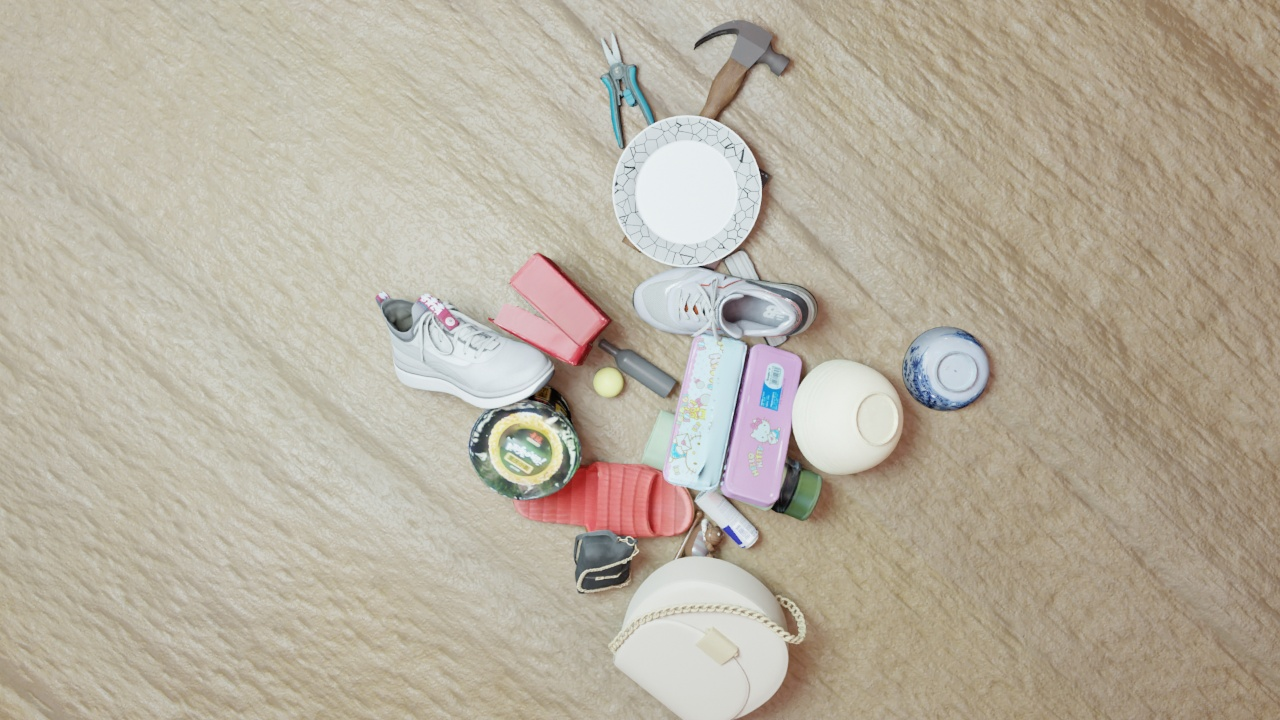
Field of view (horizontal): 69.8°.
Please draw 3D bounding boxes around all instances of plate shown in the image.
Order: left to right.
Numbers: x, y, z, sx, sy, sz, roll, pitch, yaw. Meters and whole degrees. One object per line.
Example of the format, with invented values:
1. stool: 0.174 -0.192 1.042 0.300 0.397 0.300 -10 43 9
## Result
1. plate: 0.059 -0.215 1.173 0.188 0.016 0.188 0 97 0

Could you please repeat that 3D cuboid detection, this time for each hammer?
1. hammer: 0.068 -0.287 1.189 0.115 0.033 0.323 30 96 -2

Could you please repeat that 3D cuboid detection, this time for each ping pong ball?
1. ping pong ball: -0.042 0.029 1.214 0.040 0.040 0.040 0 95 2

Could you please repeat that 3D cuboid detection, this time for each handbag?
1. handbag: -0.046 0.264 1.208 0.079 0.129 0.054 -3 51 -13
2. handbag: 0.084 0.363 1.203 0.210 0.103 0.209 40 110 -6

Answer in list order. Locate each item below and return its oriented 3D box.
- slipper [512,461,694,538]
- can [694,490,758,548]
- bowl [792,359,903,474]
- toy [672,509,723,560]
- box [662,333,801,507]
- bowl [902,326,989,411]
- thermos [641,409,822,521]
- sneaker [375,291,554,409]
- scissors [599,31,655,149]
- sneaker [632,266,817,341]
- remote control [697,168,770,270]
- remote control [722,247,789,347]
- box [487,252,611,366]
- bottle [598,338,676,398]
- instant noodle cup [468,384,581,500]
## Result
1. slipper: -0.052 0.185 1.217 0.249 0.059 0.103 6 92 5
2. can: 0.116 0.209 1.227 0.095 0.032 0.032 45 95 -2
3. bowl: 0.275 0.073 1.159 0.150 0.075 0.150 0 89 -25
4. toy: 0.074 0.254 1.229 0.055 0.041 0.102 25 87 23
5. box: 0.119 0.072 1.169 0.151 0.035 0.213 13 65 2
6. bowl: 0.403 0.013 1.192 0.114 0.045 0.114 0 95 2
7. thermos: 0.122 0.137 1.197 0.231 0.082 0.082 21 95 1
8. sneaker: -0.220 -0.022 1.127 0.263 0.096 0.129 11 137 34
9. scissors: -0.018 -0.346 1.193 0.148 0.019 0.123 35 99 5
10. sneaker: 0.101 -0.068 1.146 0.240 0.124 0.089 3 101 9
11. remote control: 0.117 -0.186 1.203 0.034 0.013 0.150 31 95 0
12. remote control: 0.154 -0.081 1.211 0.033 0.013 0.136 -28 92 4
13. box: -0.104 -0.062 1.153 0.134 0.157 0.110 33 90 -2
14. bottle: -0.007 0.007 1.216 0.113 0.030 0.030 34 95 -1
15. instant noodle cup: -0.144 0.093 1.179 0.137 0.112 0.137 0 110 -1
